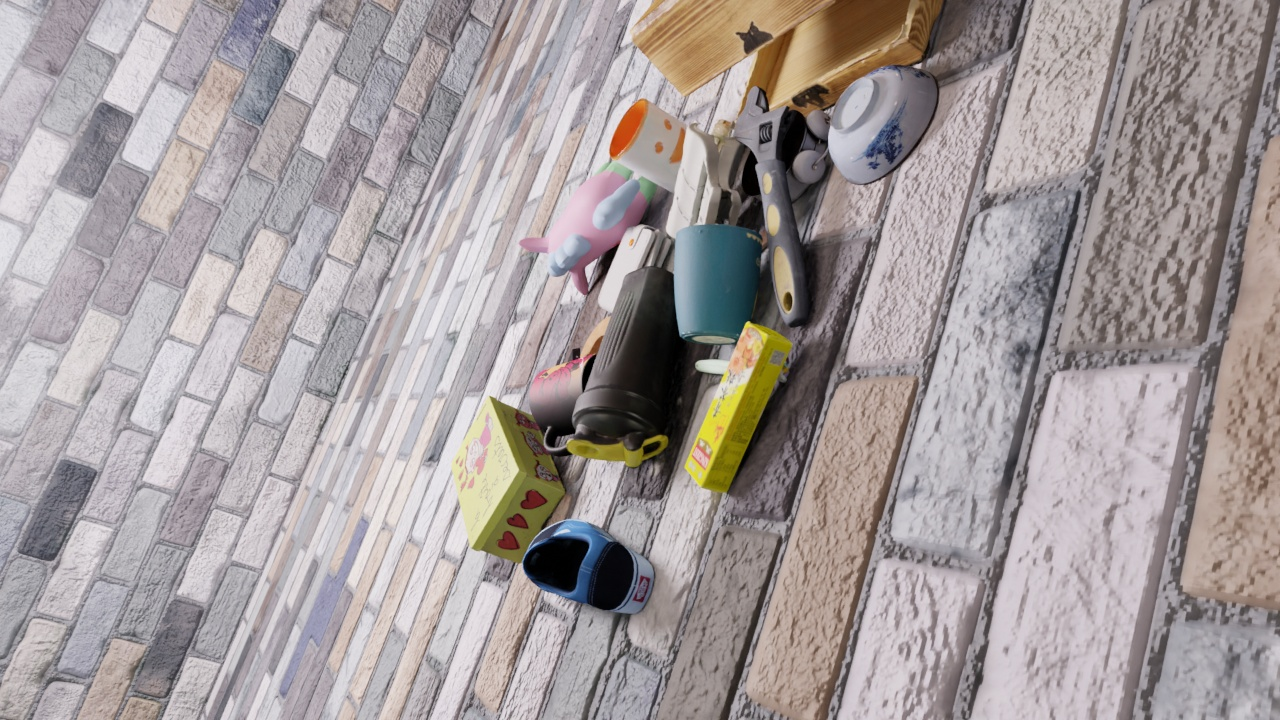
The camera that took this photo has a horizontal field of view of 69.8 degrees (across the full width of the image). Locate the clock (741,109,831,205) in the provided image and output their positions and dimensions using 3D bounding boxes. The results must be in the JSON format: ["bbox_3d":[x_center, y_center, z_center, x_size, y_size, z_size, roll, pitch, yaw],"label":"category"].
[{"bbox_3d":[0.151,-0.203,0.918,0.123,0.035,0.094,-12,56,59],"label":"clock"}]

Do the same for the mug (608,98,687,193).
[{"bbox_3d":[0.026,-0.262,1.134,0.082,0.105,0.082,-45,31,37],"label":"mug"}]

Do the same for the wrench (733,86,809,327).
[{"bbox_3d":[0.127,-0.154,0.866,0.074,0.022,0.272,-33,53,45],"label":"wrench"}]

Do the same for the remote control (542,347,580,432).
[{"bbox_3d":[-0.101,0.040,1.169,0.032,0.015,0.137,-93,20,-46],"label":"remote control"}]

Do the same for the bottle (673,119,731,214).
[{"bbox_3d":[0.081,-0.223,1.067,0.111,0.043,0.043,-62,25,4],"label":"bottle"}]

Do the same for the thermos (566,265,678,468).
[{"bbox_3d":[-0.006,0.006,0.974,0.098,0.098,0.220,-33,35,49],"label":"thermos"}]

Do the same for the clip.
[{"bbox_3d":[0.061,-0.179,0.970,0.151,0.101,0.127,-68,-10,-57],"label":"clip"}]

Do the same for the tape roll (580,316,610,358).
[{"bbox_3d":[-0.042,-0.006,1.123,0.094,0.027,0.093,-45,31,37],"label":"tape roll"}]

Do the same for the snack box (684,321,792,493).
[{"bbox_3d":[0.084,0.042,0.803,0.148,0.029,0.040,-68,27,13],"label":"snack box"}]

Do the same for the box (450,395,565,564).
[{"bbox_3d":[-0.176,0.149,1.186,0.124,0.079,0.221,-58,24,13],"label":"box"}]

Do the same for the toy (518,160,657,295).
[{"bbox_3d":[-0.063,-0.184,1.232,0.171,0.120,0.222,-54,14,-6],"label":"toy"}]

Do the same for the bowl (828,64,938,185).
[{"bbox_3d":[0.204,-0.217,0.814,0.115,0.045,0.114,-45,31,37],"label":"bowl"}]

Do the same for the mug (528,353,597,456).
[{"bbox_3d":[-0.070,0.054,1.034,0.098,0.082,0.117,-16,46,46],"label":"mug"}]

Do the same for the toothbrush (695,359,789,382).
[{"bbox_3d":[0.091,0.007,0.863,0.155,0.015,0.022,3,101,64],"label":"toothbrush"}]

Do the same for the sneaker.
[{"bbox_3d":[-0.084,0.196,0.932,0.242,0.098,0.083,-6,62,62],"label":"sneaker"}]

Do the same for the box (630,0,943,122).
[{"bbox_3d":[0.176,-0.397,0.934,0.280,0.192,0.250,-14,40,60],"label":"box"}]

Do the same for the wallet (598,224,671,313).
[{"bbox_3d":[-0.004,-0.108,1.134,0.118,0.037,0.115,-67,24,4],"label":"wallet"}]

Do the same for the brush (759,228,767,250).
[{"bbox_3d":[0.090,-0.089,0.955,0.136,0.015,0.049,-49,30,31],"label":"brush"}]

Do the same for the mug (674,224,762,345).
[{"bbox_3d":[0.070,-0.068,0.901,0.112,0.084,0.104,143,132,-77],"label":"mug"}]
